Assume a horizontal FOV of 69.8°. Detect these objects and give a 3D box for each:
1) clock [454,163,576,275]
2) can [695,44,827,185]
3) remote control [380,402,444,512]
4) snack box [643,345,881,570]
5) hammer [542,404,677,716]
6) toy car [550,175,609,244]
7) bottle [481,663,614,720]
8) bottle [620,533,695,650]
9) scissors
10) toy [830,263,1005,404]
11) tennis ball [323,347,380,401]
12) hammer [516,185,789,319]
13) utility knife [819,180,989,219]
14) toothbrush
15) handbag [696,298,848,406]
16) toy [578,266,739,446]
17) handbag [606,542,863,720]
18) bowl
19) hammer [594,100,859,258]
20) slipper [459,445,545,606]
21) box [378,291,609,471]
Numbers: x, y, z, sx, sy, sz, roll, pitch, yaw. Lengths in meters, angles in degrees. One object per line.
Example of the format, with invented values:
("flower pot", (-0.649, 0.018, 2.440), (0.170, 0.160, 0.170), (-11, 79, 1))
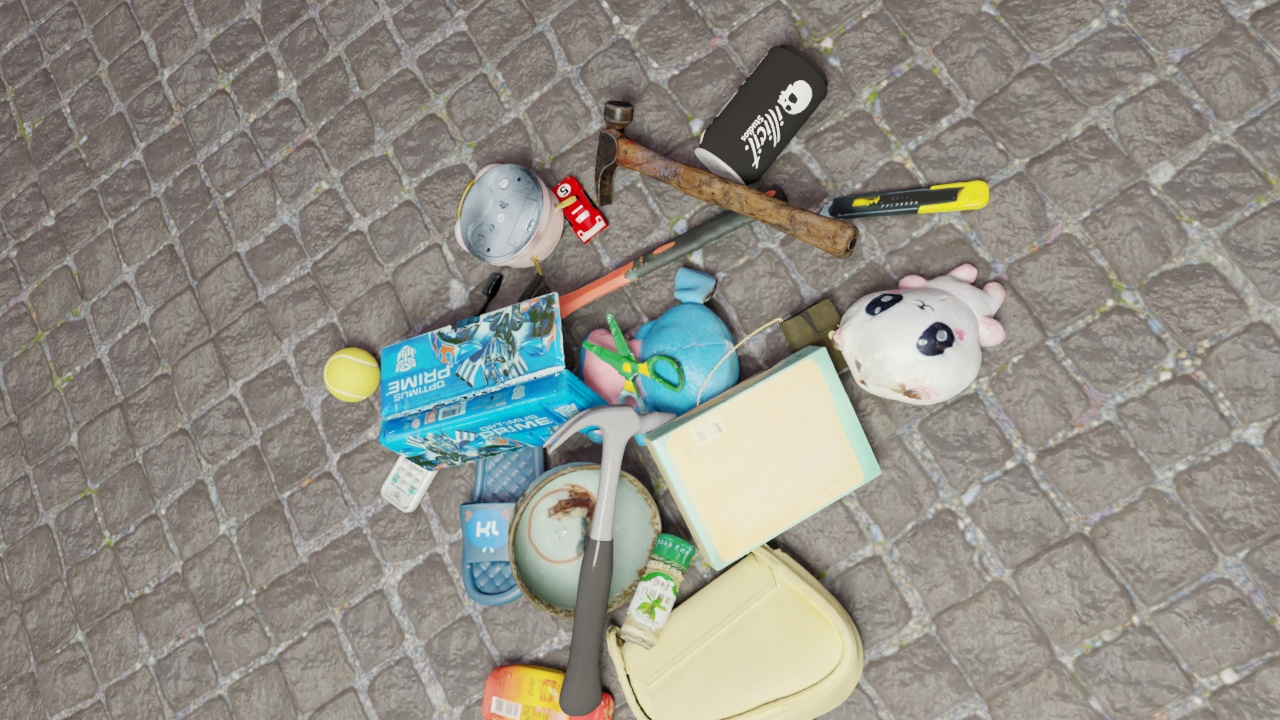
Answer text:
("clock", (-0.160, -0.169, 1.074), (0.158, 0.058, 0.117), (24, 92, 31))
("can", (0.132, -0.264, 1.000), (0.080, 0.080, 0.146), (39, 92, 21))
("remote control", (-0.251, 0.111, 1.071), (0.050, 0.022, 0.133), (30, 88, 21))
("snack box", (0.120, 0.092, 0.884), (0.193, 0.044, 0.141), (-28, 99, -11))
("hammer", (-0.045, 0.195, 0.892), (0.125, 0.029, 0.311), (7, 95, -19))
("toy car", (-0.073, -0.177, 1.076), (0.038, 0.025, 0.089), (-38, 70, 7))
("bottle", (-0.095, 0.359, 0.954), (0.134, 0.048, 0.071), (5, 80, 19))
("bottle", (0.016, 0.227, 0.903), (0.043, 0.043, 0.109), (17, 67, 20))
("scissors", (-0.015, 0.015, 0.933), (0.131, 0.012, 0.112), (27, 105, 27))
("toy", (0.282, -0.030, 0.900), (0.179, 0.101, 0.139), (-39, 55, -14))
("tennis ball", (-0.345, 0.017, 1.099), (0.065, 0.065, 0.065), (-4, 77, 17))
("hammer", (0.010, -0.107, 1.010), (0.333, 0.033, 0.133), (-26, 36, 4))
("utility knife", (0.275, -0.166, 0.967), (0.174, 0.020, 0.028), (-4, 75, 18))
("toothbrush", (-0.216, -0.023, 1.095), (0.017, 0.014, 0.188), (29, 88, 34))
("handbag", (0.133, 0.008, 0.918), (0.177, 0.027, 0.084), (-28, 93, -18))
("toy", (0.016, 0.001, 0.979), (0.192, 0.099, 0.223), (-12, 67, 26))
("handbag", (0.090, 0.288, 0.899), (0.233, 0.088, 0.190), (-36, 55, 7))
("bowl", (-0.069, 0.175, 0.949), (0.159, 0.094, 0.160), (-2, 96, -22))
("hammer", (0.078, -0.171, 0.962), (0.330, 0.033, 0.120), (29, 125, 32))
("slipper", (-0.149, 0.161, 1.010), (0.104, 0.059, 0.213), (0, 76, 16))
("box", (-0.160, 0.028, 0.975), (0.244, 0.114, 0.113), (-15, 55, 26))
